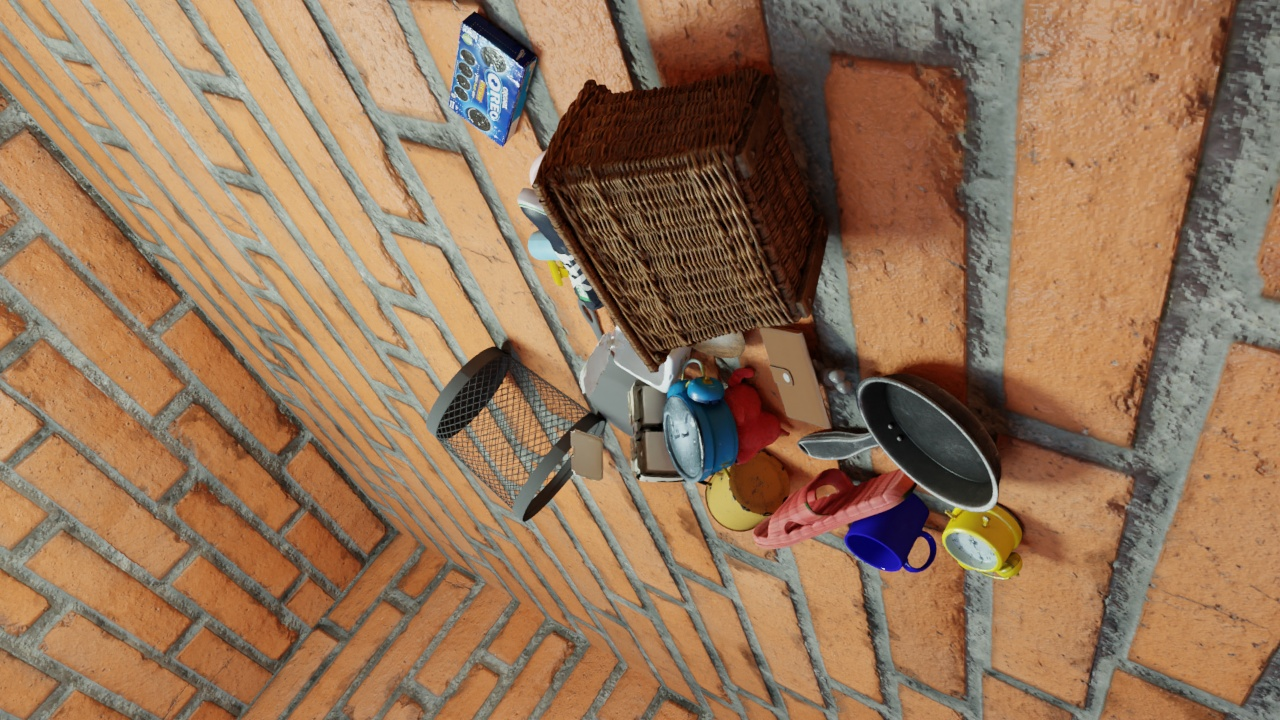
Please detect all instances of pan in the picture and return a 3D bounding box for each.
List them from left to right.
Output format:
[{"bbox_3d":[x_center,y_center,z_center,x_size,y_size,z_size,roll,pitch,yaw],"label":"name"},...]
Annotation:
[{"bbox_3d":[-0.036,0.035,1.412,0.217,0.024,0.355,18,148,34],"label":"pan"},{"bbox_3d":[0.284,0.093,1.071,0.187,0.055,0.357,52,165,-8],"label":"pan"}]

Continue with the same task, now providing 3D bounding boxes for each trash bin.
[{"bbox_3d":[-0.217,0.118,1.571,0.227,0.217,0.218,38,155,9],"label":"trash bin"}]

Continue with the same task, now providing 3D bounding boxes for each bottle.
[{"bbox_3d":[-0.090,-0.147,1.165,0.130,0.040,0.040,7,141,46],"label":"bottle"}]

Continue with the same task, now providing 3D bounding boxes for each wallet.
[{"bbox_3d":[0.178,0.018,1.064,0.087,0.013,0.121,16,128,64],"label":"wallet"}]

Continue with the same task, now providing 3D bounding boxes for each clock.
[{"bbox_3d":[0.075,0.078,1.187,0.117,0.060,0.161,172,88,-69],"label":"clock"},{"bbox_3d":[0.415,0.220,1.107,0.083,0.057,0.119,3,132,49],"label":"clock"}]

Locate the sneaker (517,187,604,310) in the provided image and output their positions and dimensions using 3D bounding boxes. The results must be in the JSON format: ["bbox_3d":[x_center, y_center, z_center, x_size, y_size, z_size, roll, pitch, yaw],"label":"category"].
[{"bbox_3d":[-0.061,-0.111,1.065,0.235,0.079,0.084,37,171,-40],"label":"sneaker"}]

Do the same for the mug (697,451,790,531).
[{"bbox_3d":[0.146,0.185,1.334,0.123,0.100,0.094,19,153,-7],"label":"mug"}]

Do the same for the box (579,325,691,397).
[{"bbox_3d":[-0.016,0.005,1.213,0.121,0.136,0.109,30,151,13],"label":"box"}]

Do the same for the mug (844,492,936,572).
[{"bbox_3d":[0.333,0.226,1.191,0.111,0.083,0.079,35,154,5],"label":"mug"}]

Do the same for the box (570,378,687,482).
[{"bbox_3d":[-0.010,0.101,1.275,0.186,0.143,0.070,3,158,-12],"label":"box"}]

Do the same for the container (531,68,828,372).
[{"bbox_3d":[0.053,-0.134,0.846,0.183,0.161,0.250,-6,136,30],"label":"container"}]

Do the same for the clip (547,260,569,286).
[{"bbox_3d":[-0.098,-0.125,1.238,0.049,0.044,0.054,-12,141,2],"label":"clip"}]

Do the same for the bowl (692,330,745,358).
[{"bbox_3d":[0.085,-0.048,1.122,0.114,0.026,0.102,10,142,43],"label":"bowl"}]

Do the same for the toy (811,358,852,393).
[{"bbox_3d":[0.202,0.014,1.066,0.049,0.030,0.112,51,167,-26],"label":"toy"}]

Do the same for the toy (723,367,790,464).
[{"bbox_3d":[0.144,0.063,1.213,0.088,0.094,0.133,-141,43,-57],"label":"toy"}]

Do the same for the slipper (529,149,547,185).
[{"bbox_3d":[-0.041,-0.190,1.016,0.222,0.055,0.107,5,141,46],"label":"slipper"}]

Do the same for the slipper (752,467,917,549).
[{"bbox_3d":[0.241,0.180,1.194,0.250,0.103,0.059,-30,94,40],"label":"slipper"}]

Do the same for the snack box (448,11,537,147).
[{"bbox_3d":[-0.166,-0.306,1.015,0.082,0.027,0.150,37,154,0],"label":"snack box"}]
